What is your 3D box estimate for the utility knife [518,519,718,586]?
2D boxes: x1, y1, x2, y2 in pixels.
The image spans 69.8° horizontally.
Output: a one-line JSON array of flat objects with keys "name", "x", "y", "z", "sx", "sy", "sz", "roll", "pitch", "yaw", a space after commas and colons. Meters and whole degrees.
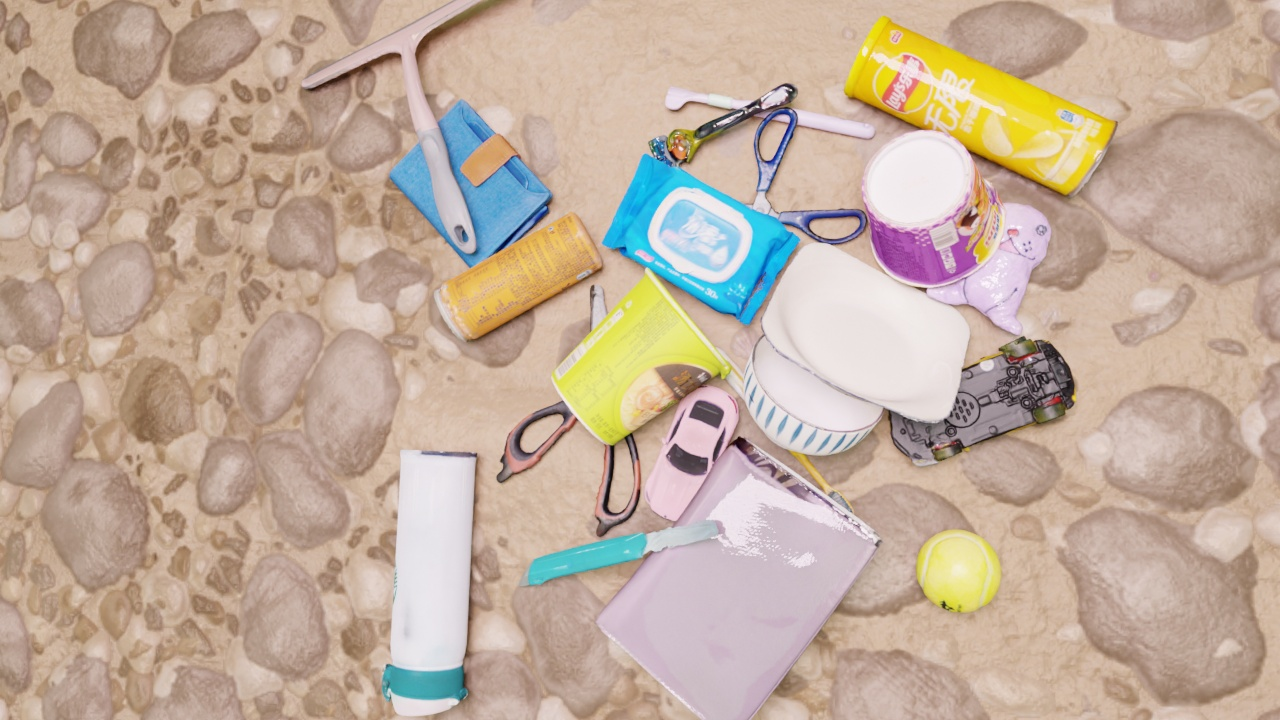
[{"name": "utility knife", "x": -0.023, "y": 0.159, "z": 0.751, "sx": 0.224, "sy": 0.013, "sz": 0.029, "roll": -22, "pitch": 42, "yaw": 38}]

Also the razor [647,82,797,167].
[{"name": "razor", "x": 0.073, "y": -0.208, "z": 0.812, "sx": 0.143, "sy": 0.022, "sz": 0.042, "roll": -23, "pitch": 83, "yaw": 21}]

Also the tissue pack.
[{"name": "tissue pack", "x": 0.049, "y": -0.106, "z": 0.794, "sx": 0.157, "sy": 0.052, "sz": 0.095, "roll": 31, "pitch": 97, "yaw": 8}]

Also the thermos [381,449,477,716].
[{"name": "thermos", "x": -0.183, "y": 0.190, "z": 0.798, "sx": 0.073, "sy": 0.073, "sz": 0.224, "roll": 1, "pitch": 84, "yaw": 8}]

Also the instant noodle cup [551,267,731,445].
[{"name": "instant noodle cup", "x": -0.005, "y": 0.004, "z": 0.767, "sx": 0.123, "sy": 0.111, "sz": 0.111, "roll": -40, "pitch": 80, "yaw": 5}]

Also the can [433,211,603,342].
[{"name": "can", "x": -0.108, "y": -0.074, "z": 0.821, "sx": 0.146, "sy": 0.058, "sz": 0.058, "roll": -29, "pitch": 80, "yaw": 4}]

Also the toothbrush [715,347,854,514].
[{"name": "toothbrush", "x": 0.121, "y": 0.062, "z": 0.793, "sx": 0.016, "sy": 0.018, "sz": 0.191, "roll": -39, "pitch": 81, "yaw": 0}]

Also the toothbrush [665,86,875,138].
[{"name": "toothbrush", "x": 0.116, "y": -0.221, "z": 0.827, "sx": 0.189, "sy": 0.021, "sz": 0.029, "roll": 12, "pitch": 53, "yaw": 8}]

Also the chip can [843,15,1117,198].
[{"name": "chip can", "x": 0.282, "y": -0.214, "z": 0.776, "sx": 0.213, "sy": 0.072, "sz": 0.072, "roll": 29, "pitch": 88, "yaw": 10}]

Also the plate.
[{"name": "plate", "x": 0.183, "y": -0.018, "z": 0.752, "sx": 0.164, "sy": 0.034, "sz": 0.163, "roll": 27, "pitch": 45, "yaw": 7}]

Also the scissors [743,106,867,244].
[{"name": "scissors", "x": 0.118, "y": -0.136, "z": 0.814, "sx": 0.162, "sy": 0.012, "sz": 0.173, "roll": 21, "pitch": 94, "yaw": 5}]

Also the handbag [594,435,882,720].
[{"name": "handbag", "x": 0.079, "y": 0.178, "z": 0.744, "sx": 0.145, "sy": 0.098, "sz": 0.197, "roll": 37, "pitch": 92, "yaw": 9}]

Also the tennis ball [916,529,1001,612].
[{"name": "tennis ball", "x": 0.255, "y": 0.169, "z": 0.738, "sx": 0.065, "sy": 0.065, "sz": 0.065, "roll": -1, "pitch": 83, "yaw": 8}]

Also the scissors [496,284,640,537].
[{"name": "scissors", "x": -0.040, "y": 0.045, "z": 0.819, "sx": 0.227, "sy": 0.015, "sz": 0.189, "roll": -37, "pitch": 80, "yaw": 2}]

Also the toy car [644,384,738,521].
[{"name": "toy car", "x": 0.044, "y": 0.081, "z": 0.793, "sx": 0.056, "sy": 0.037, "sz": 0.122, "roll": 22, "pitch": 88, "yaw": 11}]

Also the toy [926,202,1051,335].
[{"name": "toy", "x": 0.301, "y": -0.084, "z": 0.774, "sx": 0.084, "sy": 0.039, "sz": 0.108, "roll": 25, "pitch": 89, "yaw": 17}]

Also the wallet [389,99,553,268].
[{"name": "wallet", "x": -0.157, "y": -0.161, "z": 0.850, "sx": 0.106, "sy": 0.040, "sz": 0.133, "roll": -43, "pitch": 80, "yaw": 6}]

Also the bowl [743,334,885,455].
[{"name": "bowl", "x": 0.136, "y": 0.033, "z": 0.760, "sx": 0.116, "sy": 0.066, "sz": 0.116, "roll": 10, "pitch": 45, "yaw": -11}]

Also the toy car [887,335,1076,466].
[{"name": "toy car", "x": 0.280, "y": 0.034, "z": 0.762, "sx": 0.156, "sy": 0.041, "sz": 0.071, "roll": -24, "pitch": 81, "yaw": 8}]

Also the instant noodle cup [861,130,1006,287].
[{"name": "instant noodle cup", "x": 0.231, "y": -0.128, "z": 0.744, "sx": 0.112, "sy": 0.099, "sz": 0.111, "roll": -9, "pitch": 69, "yaw": 25}]

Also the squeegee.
[{"name": "squeegee", "x": -0.190, "y": -0.211, "z": 0.827, "sx": 0.248, "sy": 0.040, "sz": 0.249, "roll": -22, "pitch": 75, "yaw": 14}]
